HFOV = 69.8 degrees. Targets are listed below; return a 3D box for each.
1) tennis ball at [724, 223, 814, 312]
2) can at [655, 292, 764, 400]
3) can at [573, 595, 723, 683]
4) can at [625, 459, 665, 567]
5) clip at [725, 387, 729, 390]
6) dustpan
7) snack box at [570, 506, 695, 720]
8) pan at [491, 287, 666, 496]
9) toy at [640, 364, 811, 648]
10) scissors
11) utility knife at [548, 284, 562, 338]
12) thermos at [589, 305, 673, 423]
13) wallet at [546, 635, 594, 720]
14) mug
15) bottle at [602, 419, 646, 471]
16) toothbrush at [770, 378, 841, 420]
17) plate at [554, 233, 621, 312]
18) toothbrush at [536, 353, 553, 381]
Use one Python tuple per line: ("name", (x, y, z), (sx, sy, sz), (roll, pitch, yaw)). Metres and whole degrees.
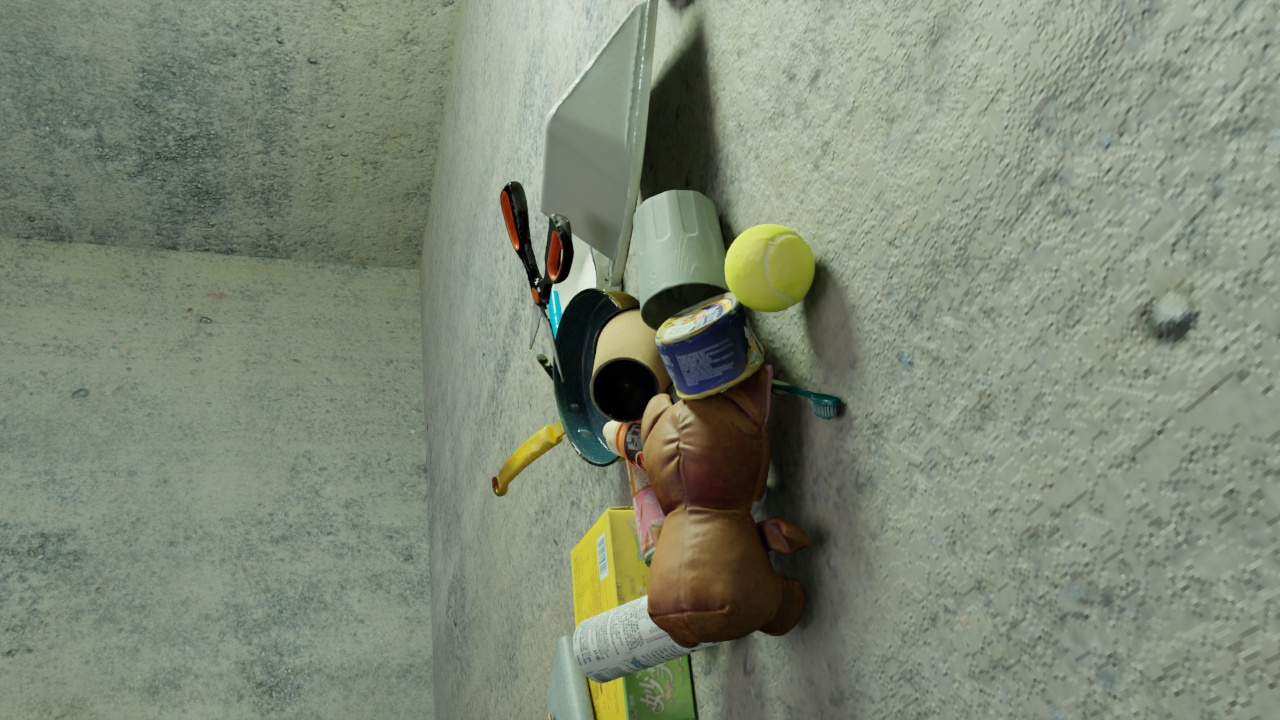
("tennis ball", (0.095, -0.067, 0.673), (0.065, 0.065, 0.065), (-178, 91, -71))
("can", (0.053, -0.014, 0.715), (0.148, 0.075, 0.049), (-61, -52, -77))
("can", (0.011, 0.231, 0.788), (0.147, 0.058, 0.058), (-30, 53, 31))
("can", (0.019, 0.121, 0.877), (0.058, 0.058, 0.147), (117, 150, -50))
("clip", (0.076, 0.047, 0.773), (0.025, 0.036, 0.057), (58, -172, -46))
("dustpan", (-0.009, -0.213, 0.954), (0.257, 0.142, 0.223), (-53, -7, -24))
("snack box", (-0.015, 0.272, 0.935), (0.158, 0.070, 0.209), (124, 144, -57))
("pan", (-0.086, 0.064, 1.067), (0.359, 0.078, 0.197), (-55, 48, 46))
("toy", (0.060, 0.110, 0.691), (0.140, 0.130, 0.199), (-16, 72, 28))
("scissors", (-0.108, -0.094, 1.002), (0.232, 0.021, 0.221), (68, 154, 10))
("utility knife", (-0.109, -0.058, 1.192), (0.034, 0.018, 0.222), (117, 148, -53))
("thermos", (-0.005, 0.005, 0.853), (0.143, 0.093, 0.093), (-71, -9, -72))
("wallet", (-0.075, 0.366, 0.936), (0.129, 0.037, 0.107), (-112, 30, -53))
("mug", (0.039, -0.078, 0.836), (0.124, 0.084, 0.103), (76, -173, -61))
("bottle", (0.016, 0.075, 0.823), (0.150, 0.066, 0.067), (9, 97, 50))
("toothbrush", (0.103, 0.023, 0.714), (0.192, 0.016, 0.018), (-163, 66, -70))
("plate", (-0.071, -0.077, 1.186), (0.205, 0.045, 0.205), (-177, 90, -71))
("toothbrush", (-0.107, 0.031, 1.204), (0.186, 0.012, 0.017), (67, -171, -68))
